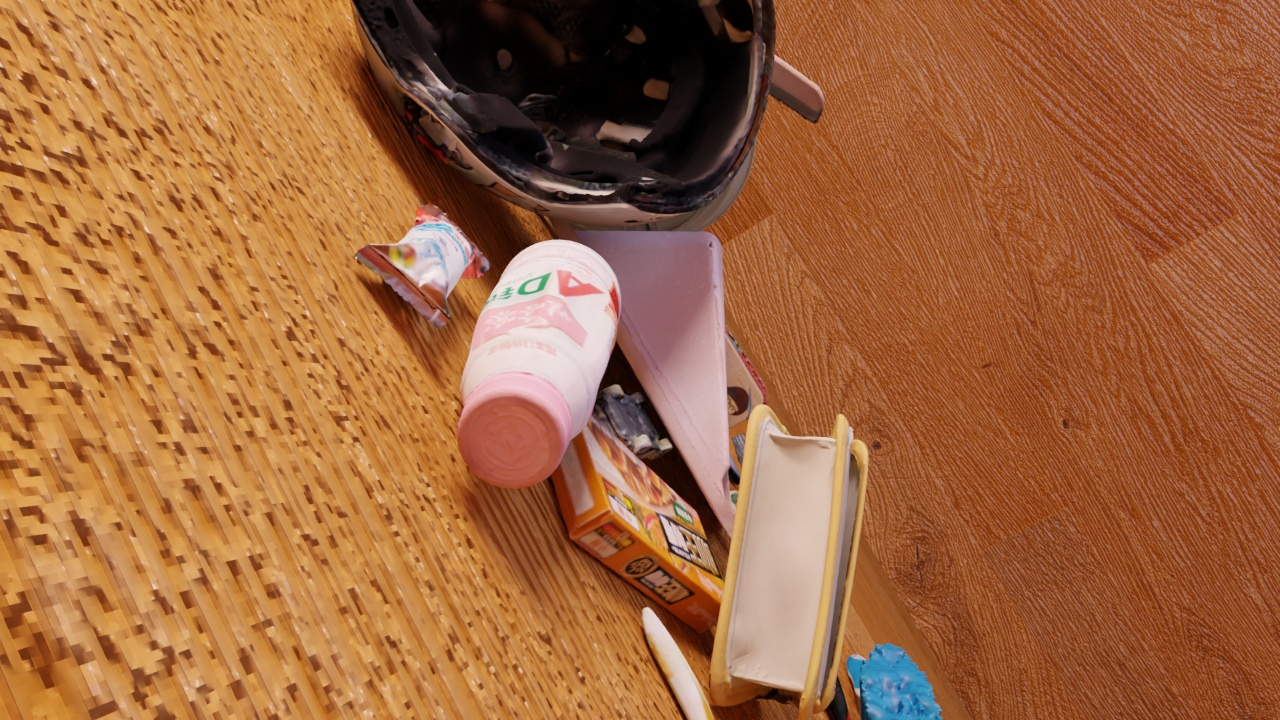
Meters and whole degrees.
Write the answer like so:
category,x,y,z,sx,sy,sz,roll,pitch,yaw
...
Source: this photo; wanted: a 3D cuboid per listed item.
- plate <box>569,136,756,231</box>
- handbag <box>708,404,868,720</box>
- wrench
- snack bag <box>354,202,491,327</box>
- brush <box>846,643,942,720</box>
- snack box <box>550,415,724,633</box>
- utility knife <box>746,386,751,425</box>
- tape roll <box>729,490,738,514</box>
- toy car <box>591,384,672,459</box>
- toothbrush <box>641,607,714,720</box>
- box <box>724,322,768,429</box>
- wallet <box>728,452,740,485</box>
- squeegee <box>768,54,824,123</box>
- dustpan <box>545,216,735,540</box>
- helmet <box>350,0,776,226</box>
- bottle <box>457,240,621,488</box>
category,x,y,z,sx,sy,sz,roll,pitch,yaw
plate,-0.023,-0.184,0.718,0.230,0.231,0.027,55,40,-22
handbag,0.098,0.123,0.544,0.178,0.063,0.163,45,54,-67
wrench,0.122,0.183,0.720,0.056,0.016,0.273,-77,146,-81
snack bag,-0.094,-0.045,0.413,0.048,0.026,0.104,44,12,-11
brush,0.211,0.296,0.809,0.314,0.060,0.109,-56,150,-77
snack box,0.000,0.086,0.489,0.154,0.026,0.075,48,14,-48
utility knife,0.071,0.108,0.576,0.033,0.015,0.209,-73,159,-58
tape roll,0.108,0.143,0.800,0.086,0.014,0.085,28,11,-6
toy car,-0.009,0.042,0.557,0.043,0.034,0.090,64,8,12
toothbrush,0.049,0.197,0.413,0.191,0.018,0.016,61,8,15
box,0.042,-0.013,0.823,0.168,0.091,0.075,59,14,4
wallet,0.066,0.066,0.935,0.121,0.019,0.097,50,15,-50
squeegee,0.039,-0.292,0.581,0.247,0.040,0.250,37,-11,11
dustpan,-0.004,0.004,0.691,0.222,0.139,0.273,68,20,-79
helmet,-0.060,-0.196,0.572,0.274,0.229,0.157,28,-17,-19
bottle,-0.046,-0.003,0.419,0.068,0.068,0.196,56,12,-16
